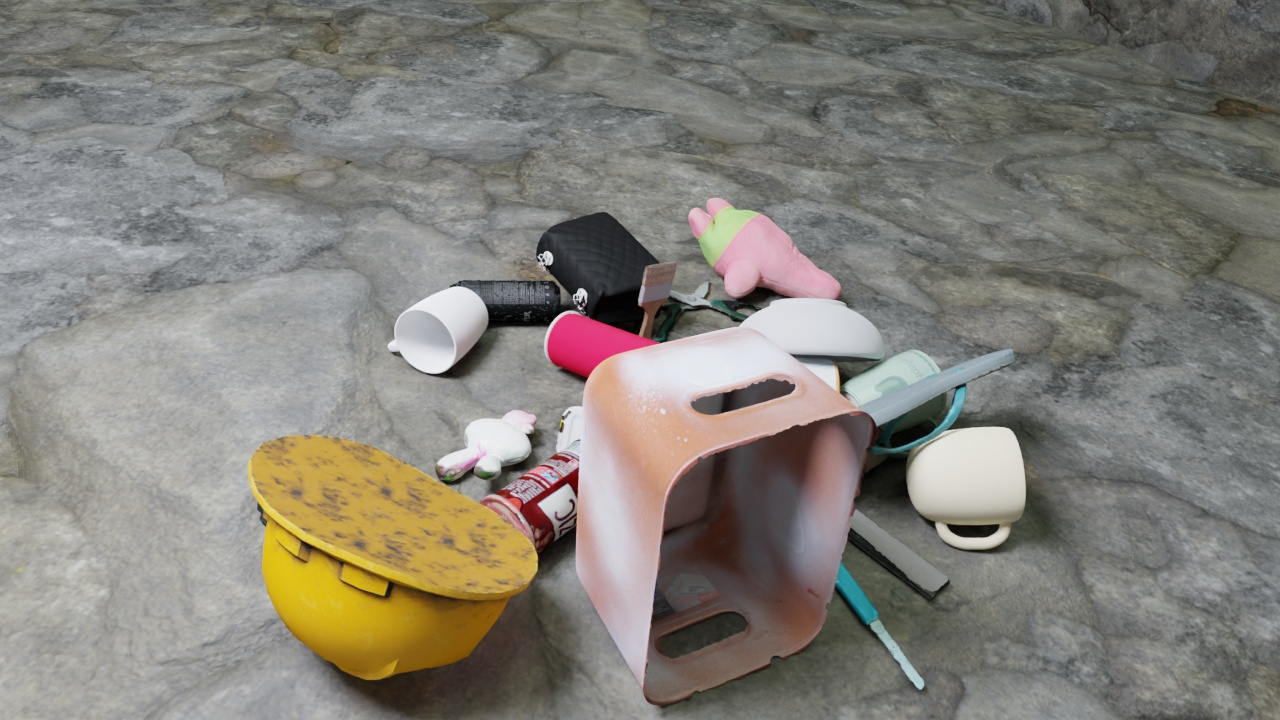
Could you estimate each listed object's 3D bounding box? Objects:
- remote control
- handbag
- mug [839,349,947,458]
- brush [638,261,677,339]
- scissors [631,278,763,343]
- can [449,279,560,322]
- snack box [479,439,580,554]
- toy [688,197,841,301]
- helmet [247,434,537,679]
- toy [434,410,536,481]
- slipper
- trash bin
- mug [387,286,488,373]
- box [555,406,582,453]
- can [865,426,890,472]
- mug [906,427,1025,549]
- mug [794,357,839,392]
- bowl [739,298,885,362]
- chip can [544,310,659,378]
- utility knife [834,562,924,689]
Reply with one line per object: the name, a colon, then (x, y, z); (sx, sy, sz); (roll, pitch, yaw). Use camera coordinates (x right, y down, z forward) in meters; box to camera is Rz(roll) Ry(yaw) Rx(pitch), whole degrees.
remote control: (0.234, 0.180, 0.890); (0.033, 0.013, 0.136); (-25, 47, -34)
handbag: (-0.056, -0.099, 1.151); (0.124, 0.115, 0.153); (-15, 53, -38)
mug: (0.283, 0.056, 1.026); (0.104, 0.084, 0.111); (-20, 71, -21)
brush: (0.009, -0.048, 1.065); (0.045, 0.143, 0.008); (-14, 41, -39)
scissors: (0.078, -0.053, 1.195); (0.202, 0.015, 0.202); (23, 39, 23)
can: (-0.170, -0.074, 1.153); (0.137, 0.054, 0.054); (-1, 36, -9)
snack box: (-0.084, 0.131, 0.863); (0.072, 0.072, 0.121); (30, 41, 29)
toy: (0.173, -0.143, 1.277); (0.237, 0.097, 0.191); (33, 39, 13)
helmet: (-0.214, 0.172, 0.731); (0.255, 0.131, 0.205); (26, 9, 35)
toy: (-0.150, 0.088, 0.943); (0.079, 0.038, 0.122); (11, 34, 28)
slipper: (0.282, 0.052, 0.941); (0.268, 0.054, 0.098); (-21, 1, -29)
trash bin: (0.053, 0.116, 0.741); (0.181, 0.260, 0.157); (-14, 38, -25)
mug: (-0.243, -0.036, 1.082); (0.114, 0.081, 0.087); (-14, 19, 28)
box: (0.018, 0.097, 0.948); (0.210, 0.070, 0.067); (8, 55, 3)
can: (0.197, 0.108, 0.951); (0.135, 0.054, 0.054); (-23, 45, -35)
mug: (0.319, 0.128, 0.915); (0.100, 0.096, 0.120); (-4, 77, 5)
mug: (0.160, 0.036, 1.022); (0.105, 0.082, 0.082); (3, 35, -2)
bowl: (0.194, -0.036, 1.065); (0.176, 0.066, 0.176); (2, -2, 0)
chip can: (-0.006, 0.006, 1.018); (0.221, 0.069, 0.069); (21, 37, 37)
utility knife: (0.198, 0.222, 0.822); (0.022, 0.015, 0.176); (-9, 36, -19)
